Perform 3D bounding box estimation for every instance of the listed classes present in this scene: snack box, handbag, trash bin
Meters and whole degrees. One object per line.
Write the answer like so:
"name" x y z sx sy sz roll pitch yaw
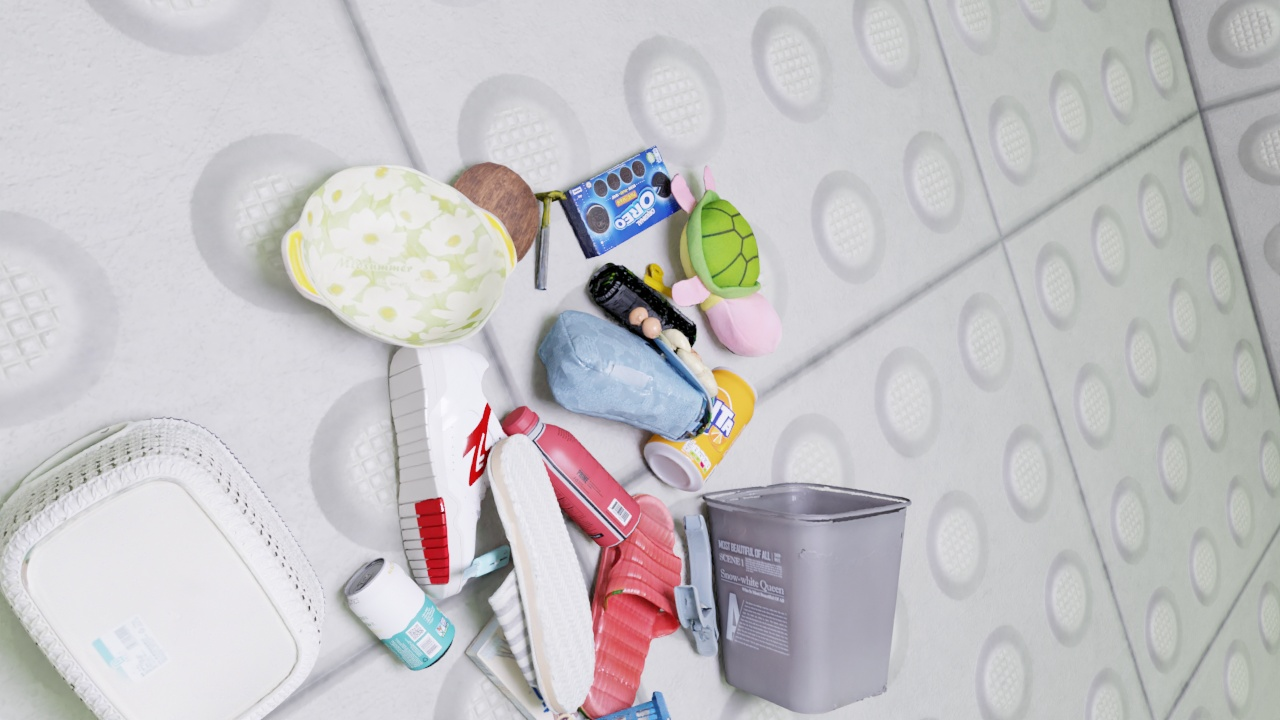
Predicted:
"snack box" -0.020 -0.182 1.056 0.149 0.027 0.082 -36 107 -35
"handbag" -0.006 0.006 0.976 0.191 0.121 0.119 22 115 -29
"snack box" -0.101 0.312 0.929 0.150 0.026 0.081 55 54 -20
"trash bin" 0.192 0.268 1.071 0.197 0.198 0.220 -1 91 -37

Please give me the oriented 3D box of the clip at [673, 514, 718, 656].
"clip" 0.067 0.241 1.044 0.173 0.031 0.164 72 19 -50

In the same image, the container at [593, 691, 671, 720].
"container" -0.017 0.517 0.822 0.089 0.257 0.362 3 92 -7

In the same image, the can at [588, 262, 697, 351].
"can" 0.005 -0.055 1.041 0.137 0.054 0.053 37 63 -29

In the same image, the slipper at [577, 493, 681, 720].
"slipper" -0.001 0.261 0.981 0.103 0.059 0.248 36 55 -33

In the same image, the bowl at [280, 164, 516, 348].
"bowl" -0.223 -0.086 0.845 0.218 0.060 0.188 -13 72 -38

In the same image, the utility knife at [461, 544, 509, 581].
"utility knife" -0.146 0.191 0.858 0.015 0.147 0.022 9 86 8

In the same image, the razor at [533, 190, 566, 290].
"razor" -0.103 -0.128 0.985 0.026 0.043 0.106 3 92 -40

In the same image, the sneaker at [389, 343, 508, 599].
"sneaker" -0.168 0.099 0.871 0.104 0.091 0.236 -3 81 -39

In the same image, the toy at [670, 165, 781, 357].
"toy" 0.099 -0.114 1.096 0.189 0.088 0.238 -26 99 -58

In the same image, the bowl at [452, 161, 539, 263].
"bowl" -0.157 -0.146 0.945 0.102 0.026 0.114 38 64 -27

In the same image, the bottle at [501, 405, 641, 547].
"bottle" -0.074 0.118 0.953 0.176 0.062 0.062 49 58 -22

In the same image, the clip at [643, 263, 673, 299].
"clip" 0.015 -0.090 1.076 0.054 0.046 0.048 26 102 -32

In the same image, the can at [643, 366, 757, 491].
"can" 0.072 0.078 1.061 0.079 0.079 0.142 53 57 -20

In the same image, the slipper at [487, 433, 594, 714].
"slipper" -0.101 0.204 0.880 0.114 0.054 0.272 -25 105 -64

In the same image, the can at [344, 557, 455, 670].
"can" -0.217 0.230 0.832 0.054 0.055 0.101 -48 113 -32

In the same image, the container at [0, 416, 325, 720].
"container" -0.350 0.172 0.680 0.184 0.143 0.251 -34 105 -21
